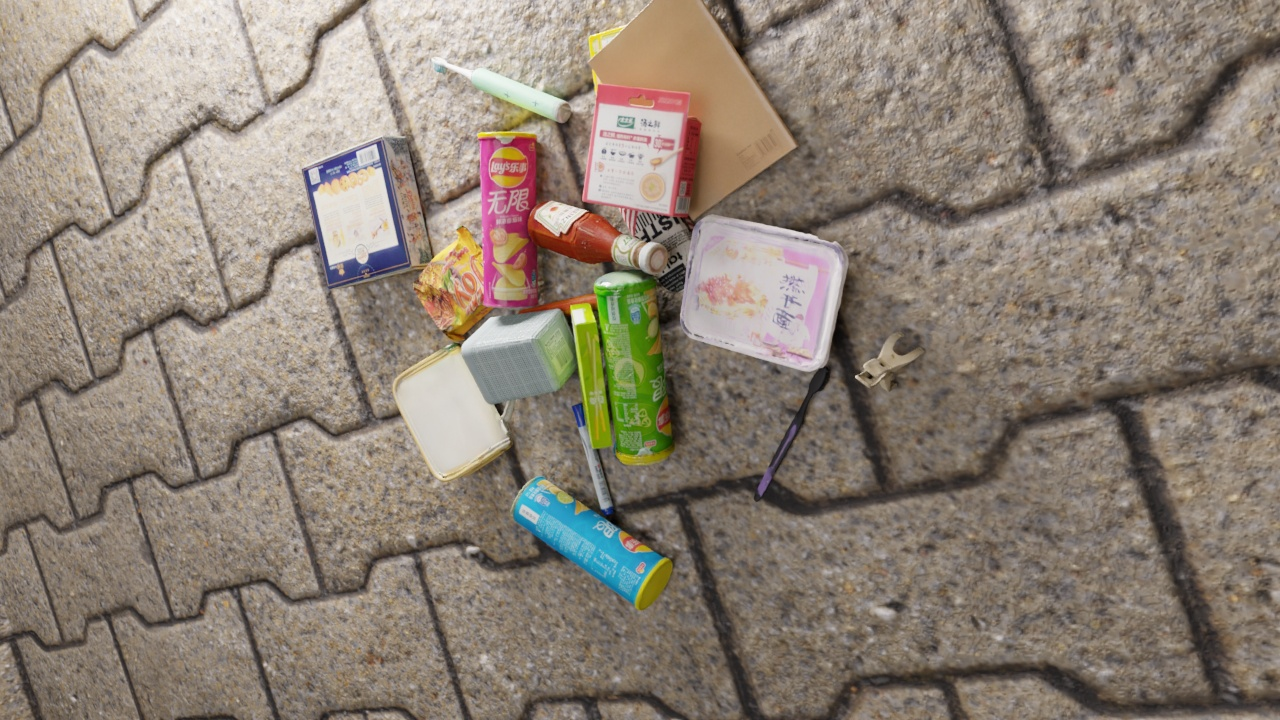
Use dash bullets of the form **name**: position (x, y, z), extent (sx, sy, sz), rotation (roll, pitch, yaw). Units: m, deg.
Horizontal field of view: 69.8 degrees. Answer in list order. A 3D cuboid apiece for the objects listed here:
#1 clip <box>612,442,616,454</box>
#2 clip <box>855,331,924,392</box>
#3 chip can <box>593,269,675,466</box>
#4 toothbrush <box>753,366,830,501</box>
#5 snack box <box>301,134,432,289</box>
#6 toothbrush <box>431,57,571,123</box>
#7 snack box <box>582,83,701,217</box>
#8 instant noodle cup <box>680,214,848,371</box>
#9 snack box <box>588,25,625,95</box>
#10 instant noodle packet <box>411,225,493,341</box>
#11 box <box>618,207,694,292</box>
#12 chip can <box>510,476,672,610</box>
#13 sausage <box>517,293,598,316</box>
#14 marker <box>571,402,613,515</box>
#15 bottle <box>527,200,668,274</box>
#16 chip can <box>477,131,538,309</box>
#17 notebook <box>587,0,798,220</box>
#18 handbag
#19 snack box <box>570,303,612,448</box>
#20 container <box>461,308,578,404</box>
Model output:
- **clip**: position (-0.018, 0.090, 1.129), extent (0.015, 0.049, 0.057), rotation (22, 106, 28)
- **clip**: position (0.237, 0.014, 0.910), extent (0.035, 0.102, 0.094), rotation (42, 144, 17)
- **chip can**: position (-0.006, 0.006, 1.055), extent (0.073, 0.072, 0.221), rotation (4, 110, 32)
- **toothbrush**: position (0.166, 0.084, 1.015), extent (0.014, 0.016, 0.189), rotation (41, 123, 32)
- **snack box**: position (-0.385, -0.203, 1.285), extent (0.178, 0.045, 0.182), rotation (-8, 96, 34)
- **toothbrush**: position (-0.178, -0.339, 1.133), extent (0.224, 0.026, 0.027), rotation (28, 136, 25)
- **snack box**: position (0.003, -0.224, 0.983), extent (0.113, 0.044, 0.127), rotation (15, 104, 25)
- **instant noodle cup**: position (0.135, -0.075, 0.970), extent (0.174, 0.060, 0.138), rotation (17, 109, 27)
- **snack box**: position (0.011, -0.329, 1.011), extent (0.141, 0.033, 0.087), rotation (-4, 98, 32)
- **instant noodle packet**: position (-0.240, -0.099, 1.216), extent (0.129, 0.044, 0.111), rotation (-40, 82, 32)
- **box**: position (0.018, -0.153, 1.030), extent (0.164, 0.059, 0.072), rotation (59, 144, 7)
- **chip can**: position (-0.064, 0.227, 1.157), extent (0.210, 0.071, 0.071), rotation (29, 115, 25)
- **sausage**: position (-0.093, -0.065, 1.141), extent (0.165, 0.021, 0.021), rotation (-10, 95, 34)
- **marker**: position (-0.060, 0.125, 1.164), extent (0.017, 0.016, 0.146), rotation (-14, 93, 34)
- **bottle**: position (-0.050, -0.137, 1.047), extent (0.206, 0.059, 0.060), rotation (24, 113, 43)
- **chip can**: position (-0.161, -0.171, 1.129), extent (0.071, 0.071, 0.210), rotation (7, 103, 31)
- **notebook**: position (0.052, -0.274, 0.975), extent (0.150, 0.012, 0.211), rotation (-31, 95, 38)
- **handbag**: position (-0.228, 0.058, 1.242), extent (0.179, 0.063, 0.163), rotation (-31, 83, 19)
- **snack box**: position (-0.059, 0.017, 1.090), extent (0.026, 0.085, 0.156), rotation (-8, 108, -6)
- **container**: position (-0.142, -0.008, 1.136), extent (0.112, 0.089, 0.090), rotation (-9, 117, 31)
